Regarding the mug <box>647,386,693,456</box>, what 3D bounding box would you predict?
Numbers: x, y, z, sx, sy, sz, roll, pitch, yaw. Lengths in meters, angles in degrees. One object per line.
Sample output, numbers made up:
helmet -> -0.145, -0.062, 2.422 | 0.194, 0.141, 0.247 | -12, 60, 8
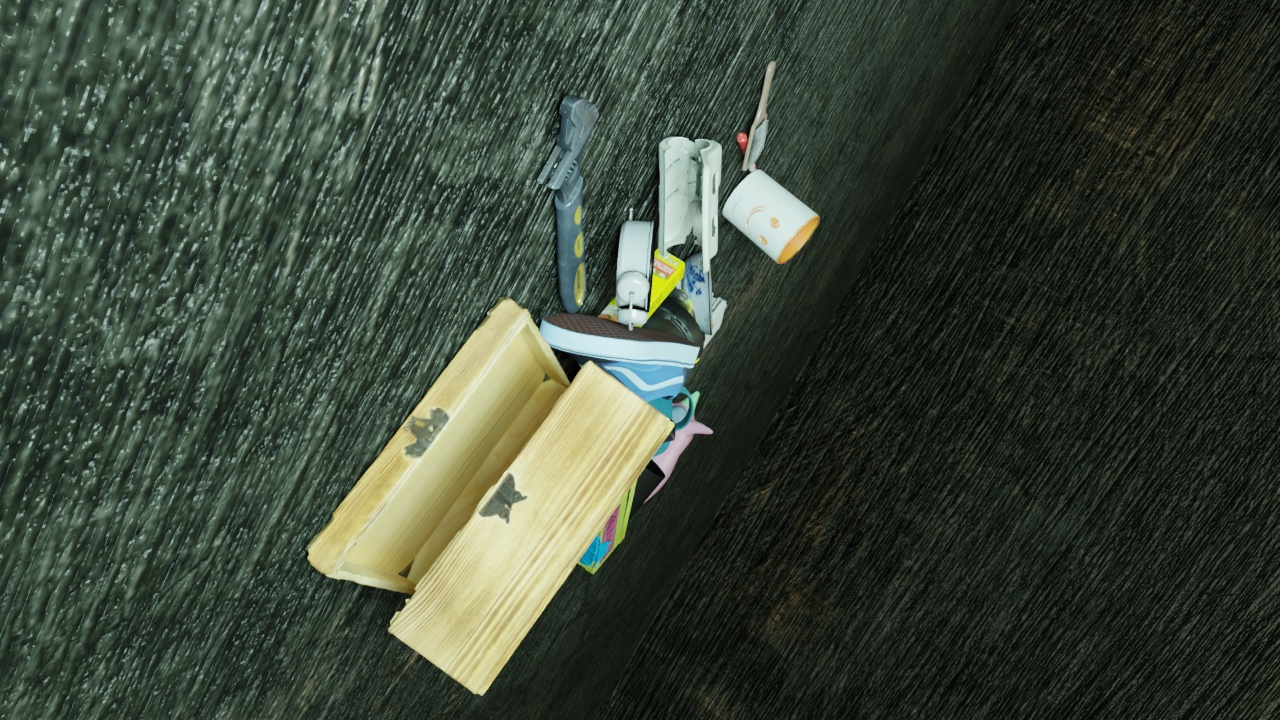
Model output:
mug -> 0.020, 0.070, 1.302 | 0.084, 0.112, 0.104 | -112, -159, -52

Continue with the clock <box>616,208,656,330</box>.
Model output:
clock -> -0.005, -0.088, 0.940 | 0.095, 0.035, 0.122 | 92, 4, -58

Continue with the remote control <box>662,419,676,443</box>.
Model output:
remote control -> -0.017, 0.110, 1.257 | 0.032, 0.137, 0.015 | -83, 151, -49

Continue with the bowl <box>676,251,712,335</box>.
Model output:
bowl -> 0.071, -0.090, 1.213 | 0.114, 0.045, 0.114 | 0, 88, -84

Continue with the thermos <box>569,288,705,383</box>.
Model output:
thermos -> -0.007, 0.007, 1.120 | 0.220, 0.098, 0.098 | -42, 159, -35

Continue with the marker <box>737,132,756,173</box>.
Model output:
marker -> 0.140, -0.264, 1.188 | 0.013, 0.013, 0.142 | -58, 165, 1

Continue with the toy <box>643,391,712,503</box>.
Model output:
toy -> 0.012, 0.151, 1.444 | 0.221, 0.120, 0.171 | -44, 165, -26

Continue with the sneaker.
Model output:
sneaker -> -0.023, 0.013, 0.977 | 0.240, 0.083, 0.098 | 10, 104, -54

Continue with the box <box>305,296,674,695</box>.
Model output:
box -> -0.133, 0.123, 0.867 | 0.279, 0.192, 0.251 | -55, 179, -10

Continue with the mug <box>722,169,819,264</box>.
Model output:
mug -> 0.176, -0.194, 1.237 | 0.082, 0.105, 0.082 | -43, 166, -14

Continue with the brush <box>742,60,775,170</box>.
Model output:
brush -> 0.150, -0.297, 1.116 | 0.049, 0.015, 0.136 | -52, 158, -46

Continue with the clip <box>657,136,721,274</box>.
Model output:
clip -> 0.044, -0.178, 0.961 | 0.151, 0.101, 0.127 | -97, -174, -53

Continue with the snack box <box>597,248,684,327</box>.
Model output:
snack box -> -0.005, -0.067, 1.067 | 0.147, 0.040, 0.029 | -51, 164, -25

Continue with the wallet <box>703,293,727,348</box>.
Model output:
wallet -> 0.103, -0.059, 1.434 | 0.115, 0.037, 0.118 | -53, 168, -18

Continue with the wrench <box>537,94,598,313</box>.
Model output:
wrench -> -0.062, -0.125, 0.806 | 0.073, 0.022, 0.274 | -58, 166, -27

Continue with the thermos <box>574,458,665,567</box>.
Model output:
thermos -> -0.059, 0.219, 1.352 | 0.199, 0.086, 0.086 | -51, 166, 7

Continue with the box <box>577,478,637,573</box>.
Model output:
box -> -0.078, 0.177, 1.173 | 0.079, 0.124, 0.221 | -47, 161, -27
